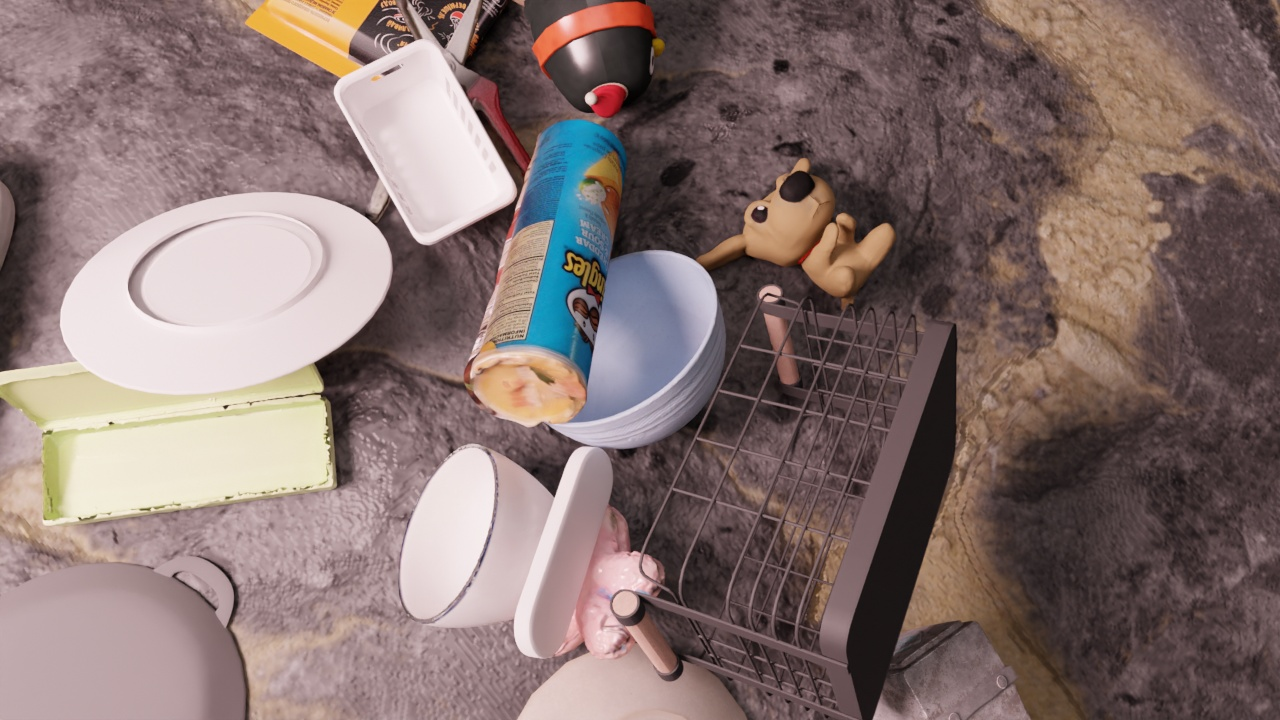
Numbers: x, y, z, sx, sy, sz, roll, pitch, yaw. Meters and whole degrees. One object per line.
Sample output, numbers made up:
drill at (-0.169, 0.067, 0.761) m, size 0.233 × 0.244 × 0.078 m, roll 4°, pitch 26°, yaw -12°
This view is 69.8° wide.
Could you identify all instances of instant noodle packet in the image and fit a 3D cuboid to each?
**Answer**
instant noodle packet at (-0.183, -0.311, 0.733) m, size 0.160 × 0.032 × 0.220 m, roll 29°, pitch 74°, yaw -1°

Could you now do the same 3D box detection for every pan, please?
pan at (-0.388, 0.272, 0.558) m, size 0.216 × 0.024 × 0.353 m, roll 36°, pitch 74°, yaw 4°

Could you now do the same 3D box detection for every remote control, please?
remote control at (-0.045, 0.115, 0.567) m, size 0.013 × 0.043 × 0.136 m, roll -1°, pitch 55°, yaw 30°

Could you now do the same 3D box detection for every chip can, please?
chip can at (-0.058, -0.066, 0.621) m, size 0.080 × 0.080 × 0.229 m, roll 11°, pitch 51°, yaw -4°

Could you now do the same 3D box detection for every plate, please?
plate at (-0.272, -0.057, 0.610) m, size 0.208 × 0.015 × 0.208 m, roll 1°, pitch 44°, yaw -1°
plate at (0.002, 0.273, 0.571) m, size 0.188 × 0.027 × 0.188 m, roll 9°, pitch 67°, yaw -23°

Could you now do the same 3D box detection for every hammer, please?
hammer at (0.256, 0.221, 0.493) m, size 0.079 × 0.327 × 0.177 m, roll -21°, pitch 78°, yaw -30°

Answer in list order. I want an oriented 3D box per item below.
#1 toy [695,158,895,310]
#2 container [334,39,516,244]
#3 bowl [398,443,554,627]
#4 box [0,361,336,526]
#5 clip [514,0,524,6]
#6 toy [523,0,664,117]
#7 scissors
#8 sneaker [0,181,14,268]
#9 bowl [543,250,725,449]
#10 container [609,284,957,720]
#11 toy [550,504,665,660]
toy at (0.124, -0.091, 0.682) m, size 0.108 × 0.106 × 0.134 m, roll 40°, pitch 70°, yaw 16°
container at (-0.153, -0.153, 0.662) m, size 0.080 × 0.049 × 0.129 m, roll -29°, pitch 94°, yaw -8°
bowl at (-0.099, 0.118, 0.592) m, size 0.065 × 0.117 × 0.116 m, roll 26°, pitch 70°, yaw -34°
box at (-0.306, 0.043, 0.612) m, size 0.188 × 0.064 × 0.130 m, roll -9°, pitch 118°, yaw -8°
clip at (-0.076, -0.301, 0.740) m, size 0.060 × 0.024 × 0.041 m, roll 14°, pitch 85°, yaw -33°
toy at (-0.031, -0.239, 0.703) m, size 0.099 × 0.097 × 0.119 m, roll -16°, pitch 87°, yaw -11°
scissors at (-0.151, -0.180, 0.697) m, size 0.179 × 0.015 × 0.199 m, roll -39°, pitch 95°, yaw -7°
sneaker at (-0.478, -0.010, 0.573) m, size 0.120 × 0.127 × 0.294 m, roll 3°, pitch 77°, yaw -5°
bowl at (-0.004, 0.004, 0.634) m, size 0.151 × 0.075 × 0.150 m, roll -18°, pitch 45°, yaw 19°
container at (0.101, 0.087, 0.564) m, size 0.130 × 0.163 × 0.240 m, roll 13°, pitch 59°, yaw 27°
toy at (-0.032, 0.148, 0.598) m, size 0.053 × 0.105 × 0.108 m, roll 41°, pitch 73°, yaw -35°
